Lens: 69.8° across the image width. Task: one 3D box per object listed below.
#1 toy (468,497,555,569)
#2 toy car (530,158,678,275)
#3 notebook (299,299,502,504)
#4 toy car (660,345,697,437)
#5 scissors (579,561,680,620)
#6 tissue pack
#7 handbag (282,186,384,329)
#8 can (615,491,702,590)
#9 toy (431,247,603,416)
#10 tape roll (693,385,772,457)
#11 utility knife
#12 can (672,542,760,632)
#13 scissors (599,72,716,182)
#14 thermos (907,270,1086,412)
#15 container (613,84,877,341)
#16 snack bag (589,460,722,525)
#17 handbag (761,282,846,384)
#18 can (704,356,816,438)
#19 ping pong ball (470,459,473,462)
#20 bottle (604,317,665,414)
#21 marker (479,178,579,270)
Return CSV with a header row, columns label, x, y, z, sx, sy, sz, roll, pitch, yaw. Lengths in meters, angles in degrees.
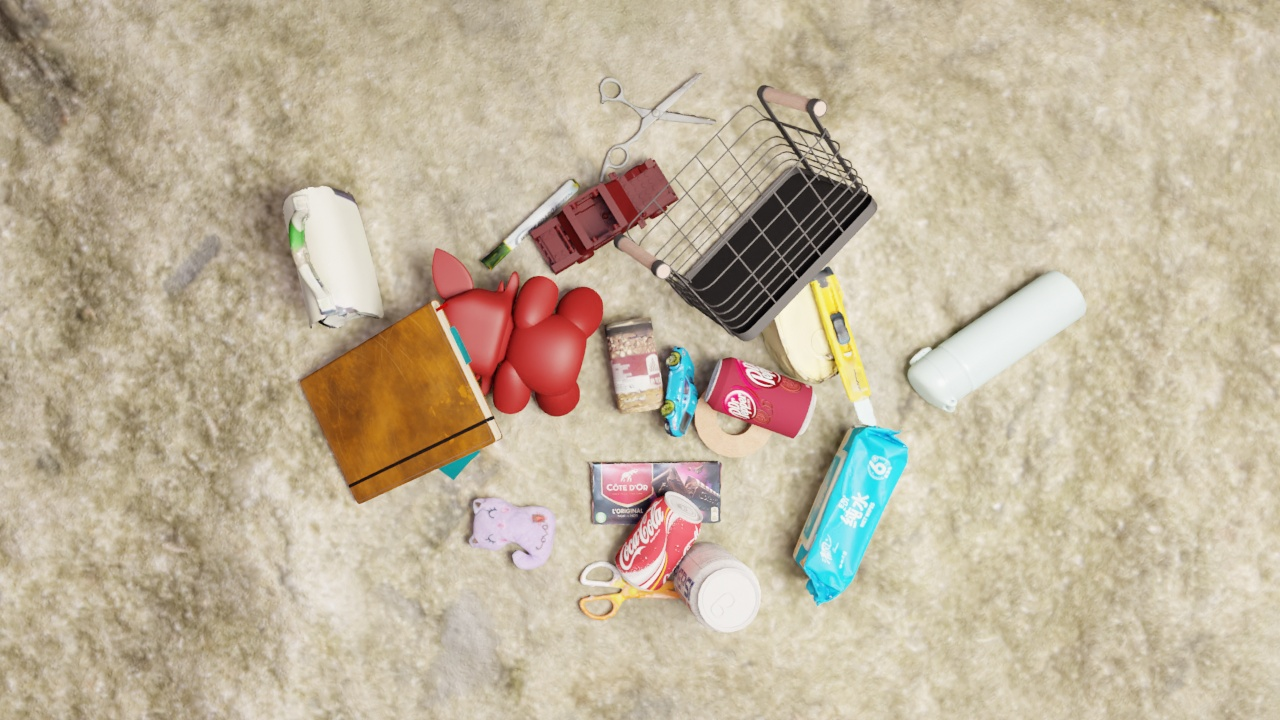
label,x,y,z,sx,sy,sz,roll,pitch,yaw
toy,-0.150,0.201,1.069,0.099,0.036,0.080,7,89,-2
toy car,-0.042,-0.168,1.055,0.170,0.062,0.070,-32,91,-1
notebook,-0.261,0.057,1.013,0.250,0.014,0.178,-25,90,31
toy car,0.047,0.035,1.054,0.032,0.048,0.105,0,73,21
scissors,-0.009,0.264,1.084,0.131,0.012,0.073,-7,87,-5
tissue pack,0.232,0.169,1.034,0.066,0.117,0.209,23,90,5
handbag,-0.351,-0.112,0.995,0.074,0.176,0.151,-14,91,1
can,0.022,0.206,1.045,0.064,0.064,0.105,33,106,-1
toy,-0.150,-0.025,1.026,0.197,0.120,0.158,15,101,-7
tape roll,0.109,0.066,1.075,0.094,0.027,0.094,0,90,-1
utility knife,0.217,-0.014,0.968,0.030,0.017,0.175,-18,93,-2
can,0.084,0.250,1.018,0.078,0.136,0.078,0,88,-7
scissors,0.007,-0.277,1.080,0.141,0.014,0.171,29,91,2
thermos,0.408,-0.022,1.060,0.207,0.065,0.078,-34,68,0
container,0.111,-0.157,0.985,0.241,0.163,0.130,-46,125,-1
snack bag,0.019,0.156,1.080,0.155,0.018,0.074,-1,93,1
handbag,0.183,-0.030,1.031,0.081,0.119,0.111,-17,90,-3
can,0.134,0.041,1.028,0.114,0.063,0.063,20,90,-1
ping pong ball,-0.210,0.103,1.065,0.040,0.040,0.040,0,90,-1
bottle,-0.006,0.006,1.059,0.056,0.056,0.105,-9,91,-1
marker,-0.129,-0.160,1.076,0.146,0.017,0.017,-43,91,0
